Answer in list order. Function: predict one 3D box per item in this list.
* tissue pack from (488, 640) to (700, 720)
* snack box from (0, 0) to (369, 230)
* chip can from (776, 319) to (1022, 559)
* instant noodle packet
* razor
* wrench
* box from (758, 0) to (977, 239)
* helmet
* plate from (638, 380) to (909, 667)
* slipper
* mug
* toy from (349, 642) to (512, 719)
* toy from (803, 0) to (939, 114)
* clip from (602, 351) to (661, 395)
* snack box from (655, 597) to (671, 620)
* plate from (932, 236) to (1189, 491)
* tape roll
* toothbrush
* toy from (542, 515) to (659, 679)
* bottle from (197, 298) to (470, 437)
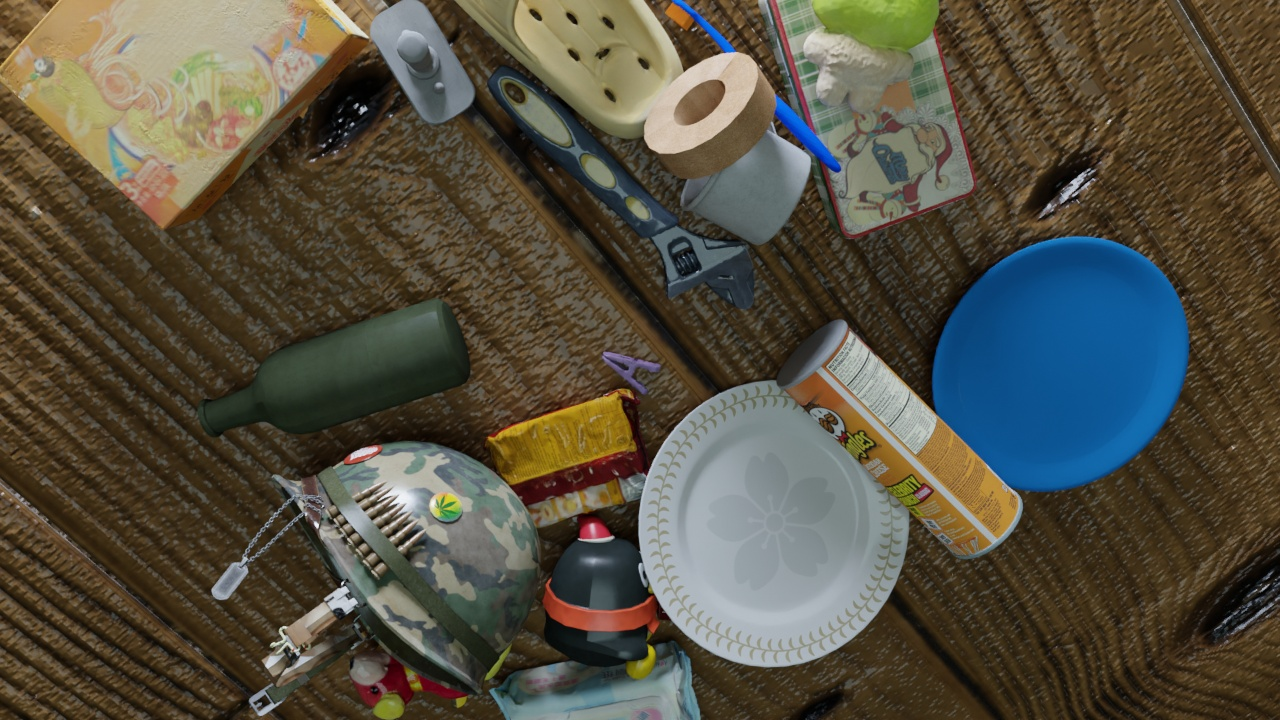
[{"bbox_3d":[-0.036,0.327,0.824,0.182,0.070,0.112,-12,107,-1],"label":"tissue pack"},{"bbox_3d":[-0.313,-0.212,0.647,0.195,0.080,0.145,-42,104,8],"label":"snack box"},{"bbox_3d":[0.214,0.066,0.760,0.215,0.075,0.075,43,98,-9],"label":"chip can"},{"bbox_3d":[-0.055,0.084,0.771,0.135,0.039,0.098,-18,109,4],"label":"instant noodle packet"},{"bbox_3d":[-0.155,-0.213,0.642,0.047,0.116,0.088,-31,105,-1],"label":"razor"},{"bbox_3d":[-0.011,-0.130,0.725,0.273,0.022,0.073,42,98,-14],"label":"wrench"},{"bbox_3d":[0.175,-0.205,0.706,0.117,0.050,0.205,-20,105,0],"label":"box"},{"bbox_3d":[-0.200,0.169,0.699,0.224,0.193,0.235,32,63,1],"label":"helmet"},{"bbox_3d":[0.116,0.138,0.786,0.242,0.016,0.242,0,88,-12],"label":"plate"},{"bbox_3d":[-0.069,-0.267,0.655,0.111,0.079,0.261,-41,105,10],"label":"slipper"},{"bbox_3d":[0.084,-0.151,0.703,0.070,0.084,0.113,26,70,-13],"label":"mug"},{"bbox_3d":[-0.179,0.264,0.805,0.137,0.067,0.105,-23,109,-11],"label":"toy"},{"bbox_3d":[0.160,-0.235,0.650,0.092,0.046,0.115,12,111,-5],"label":"toy"},{"bbox_3d":[-0.008,0.012,0.769,0.050,0.014,0.046,-1,108,-8],"label":"clip"},{"bbox_3d":[0.086,0.202,0.819,0.141,0.031,0.051,3,105,-5],"label":"snack box"},{"bbox_3d":[0.357,0.005,0.790,0.224,0.024,0.224,-1,105,-4],"label":"plate"},{"bbox_3d":[0.049,-0.175,0.655,0.094,0.094,0.027,-42,130,7],"label":"tape roll"},{"bbox_3d":[0.085,-0.206,0.691,0.018,0.016,0.182,-44,87,15],"label":"toothbrush"},{"bbox_3d":[-0.032,0.196,0.776,0.099,0.097,0.119,3,102,-2],"label":"toy"},{"bbox_3d":[-0.242,0.014,0.720,0.207,0.071,0.071,-18,106,0],"label":"bottle"}]
